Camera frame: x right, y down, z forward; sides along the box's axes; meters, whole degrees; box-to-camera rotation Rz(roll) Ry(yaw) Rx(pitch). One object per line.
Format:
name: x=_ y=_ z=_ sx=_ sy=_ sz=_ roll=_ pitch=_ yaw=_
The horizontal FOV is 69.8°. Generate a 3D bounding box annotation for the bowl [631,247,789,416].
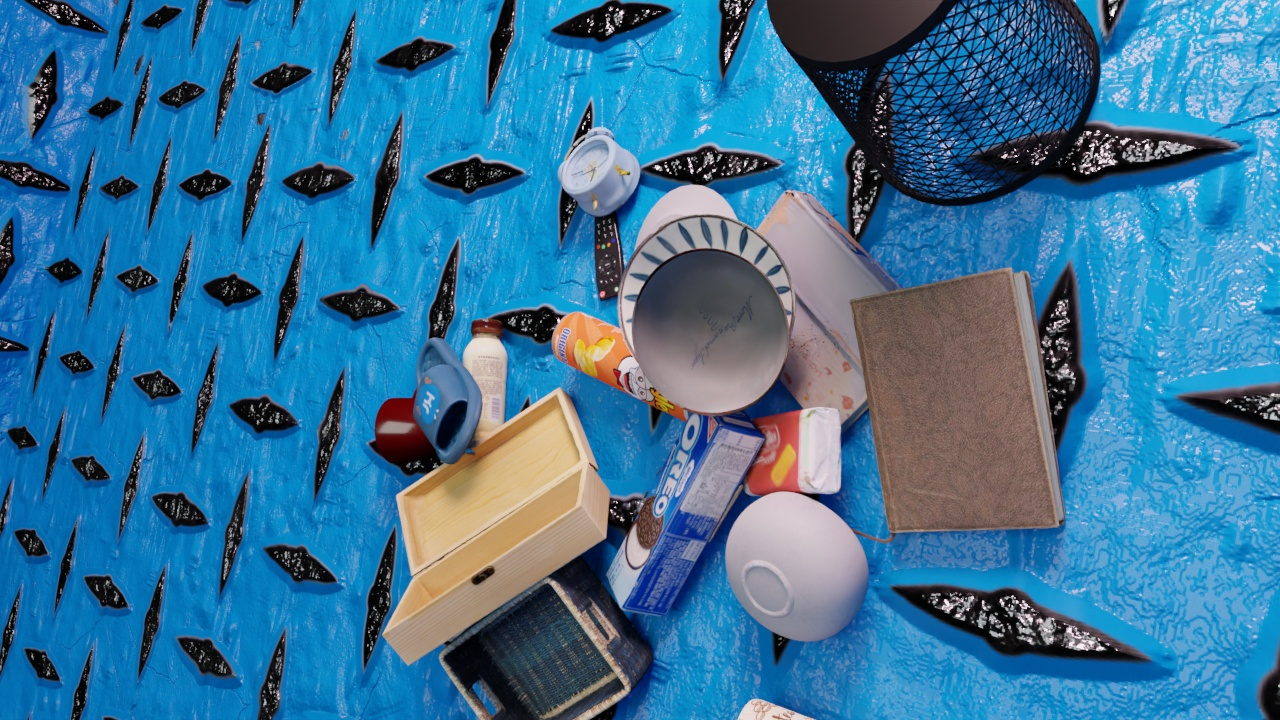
bowl: x=0.069 y=-0.028 z=0.844 sx=0.151 sy=0.056 sz=0.151 roll=3 pitch=99 yaw=20

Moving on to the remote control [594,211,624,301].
remote control: x=-0.038 y=-0.133 z=1.094 sx=0.039 sy=0.010 sz=0.124 roll=-17 pitch=69 yaw=34

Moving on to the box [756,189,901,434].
box: x=0.172 y=-0.049 z=0.897 sx=0.216 sy=0.042 sz=0.149 roll=56 pitch=131 yaw=32

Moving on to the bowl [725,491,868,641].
bowl: x=0.130 y=0.190 z=0.817 sx=0.132 sy=0.064 sz=0.132 roll=20 pitch=121 yaw=37

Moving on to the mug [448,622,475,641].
mug: x=-0.205 y=0.272 z=1.075 sx=0.104 sy=0.085 sz=0.111 roll=-48 pitch=22 yaw=6

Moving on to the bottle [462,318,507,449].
bottle: x=-0.196 y=0.030 z=1.151 sx=0.057 sy=0.056 sz=0.162 roll=-10 pitch=73 yaw=36

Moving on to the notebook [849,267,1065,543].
notebook: x=0.246 y=0.044 z=0.781 sx=0.191 sy=0.034 sz=0.215 roll=-10 pitch=90 yaw=37

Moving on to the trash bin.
trash bin: x=0.235 y=-0.271 z=0.761 sx=0.217 sy=0.243 sz=0.216 roll=-10 pitch=73 yaw=36

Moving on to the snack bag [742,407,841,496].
snack bag: x=0.140 y=0.088 z=0.860 sx=0.116 sy=0.036 sz=0.077 roll=-19 pitch=66 yaw=61

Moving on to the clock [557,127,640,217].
clock: x=-0.055 y=-0.229 z=1.098 sx=0.089 sy=0.051 sz=0.124 roll=-45 pitch=46 yaw=12

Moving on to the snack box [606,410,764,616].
snack box: x=0.041 y=0.149 z=0.909 sx=0.227 sy=0.059 sz=0.059 roll=-63 pitch=27 yaw=20

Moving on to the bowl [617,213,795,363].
bowl: x=0.071 y=-0.055 z=0.909 sx=0.177 sy=0.070 sz=0.177 roll=3 pitch=98 yaw=20

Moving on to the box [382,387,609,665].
box: x=-0.159 y=0.176 z=1.011 sx=0.247 sy=0.097 sz=0.260 roll=-33 pitch=35 yaw=8

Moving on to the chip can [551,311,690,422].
chip can: x=-0.006 y=0.006 z=1.003 sx=0.210 sy=0.062 sz=0.062 roll=24 pitch=95 yaw=39

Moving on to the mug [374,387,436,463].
mug: x=-0.282 y=0.078 z=1.201 sx=0.088 sy=0.087 sz=0.113 roll=-4 pitch=60 yaw=20

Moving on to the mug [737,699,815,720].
mug: x=0.141 y=0.368 z=0.807 sx=0.097 sy=0.080 sz=0.122 roll=1 pitch=101 yaw=31

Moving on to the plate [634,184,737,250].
plate: x=0.041 y=-0.104 z=0.991 sx=0.173 sy=0.019 sz=0.173 roll=0 pitch=90 yaw=48

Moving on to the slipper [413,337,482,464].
slipper: x=-0.246 y=0.047 z=1.116 sx=0.213 sy=0.059 sz=0.104 roll=51 pitch=123 yaw=50

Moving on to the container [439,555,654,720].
container: x=-0.100 y=0.312 z=0.968 sx=0.188 sy=0.071 sz=0.145 roll=-39 pitch=85 yaw=25
